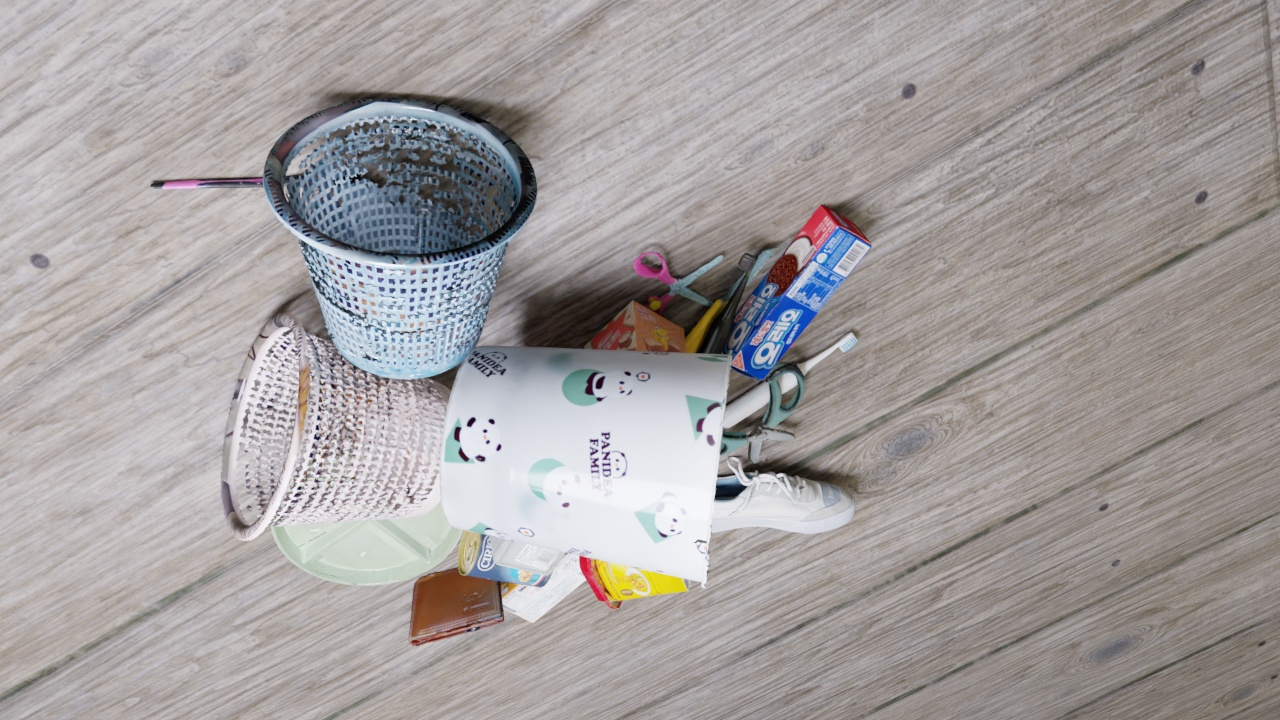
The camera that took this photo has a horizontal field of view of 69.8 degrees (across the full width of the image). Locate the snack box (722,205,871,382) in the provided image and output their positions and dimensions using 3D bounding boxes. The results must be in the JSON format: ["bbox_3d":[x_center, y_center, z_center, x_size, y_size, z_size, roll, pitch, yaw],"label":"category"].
[{"bbox_3d":[0.171,-0.073,1.047,0.057,0.058,0.208,23,117,-27],"label":"snack box"}]

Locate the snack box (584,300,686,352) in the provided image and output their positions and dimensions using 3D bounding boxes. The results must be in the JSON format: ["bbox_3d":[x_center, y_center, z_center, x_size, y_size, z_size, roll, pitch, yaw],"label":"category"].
[{"bbox_3d":[-0.006,0.006,1.026,0.077,0.094,0.093,28,128,-28],"label":"snack box"}]

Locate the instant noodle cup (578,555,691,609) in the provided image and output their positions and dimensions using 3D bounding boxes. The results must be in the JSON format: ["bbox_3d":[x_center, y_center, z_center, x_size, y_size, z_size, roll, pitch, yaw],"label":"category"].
[{"bbox_3d":[0.001,0.250,1.187,0.124,0.116,0.116,-6,131,20],"label":"instant noodle cup"}]

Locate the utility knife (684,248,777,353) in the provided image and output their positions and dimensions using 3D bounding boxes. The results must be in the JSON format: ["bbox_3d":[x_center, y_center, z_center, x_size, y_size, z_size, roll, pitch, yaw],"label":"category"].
[{"bbox_3d":[0.082,-0.046,1.066,0.033,0.015,0.231,10,128,-47],"label":"utility knife"}]

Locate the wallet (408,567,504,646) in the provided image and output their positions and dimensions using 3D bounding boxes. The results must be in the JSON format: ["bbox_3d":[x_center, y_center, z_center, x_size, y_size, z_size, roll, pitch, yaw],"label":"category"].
[{"bbox_3d":[-0.241,0.316,1.201,0.124,0.101,0.032,-16,126,-2],"label":"wallet"}]

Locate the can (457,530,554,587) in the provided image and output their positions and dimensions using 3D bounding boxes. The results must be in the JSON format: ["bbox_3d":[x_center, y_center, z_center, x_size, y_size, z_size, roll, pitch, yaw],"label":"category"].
[{"bbox_3d":[-0.170,0.248,1.185,0.111,0.075,0.075,17,120,-25],"label":"can"}]

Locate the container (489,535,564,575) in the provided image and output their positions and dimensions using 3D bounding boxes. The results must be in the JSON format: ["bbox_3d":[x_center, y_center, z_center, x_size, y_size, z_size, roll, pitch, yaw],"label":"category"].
[{"bbox_3d":[-0.136,0.193,1.129,0.090,0.114,0.090,19,118,-25],"label":"container"}]

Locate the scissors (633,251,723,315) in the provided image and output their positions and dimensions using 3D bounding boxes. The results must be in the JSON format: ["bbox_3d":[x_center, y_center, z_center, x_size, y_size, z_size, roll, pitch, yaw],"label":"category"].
[{"bbox_3d":[0.034,-0.083,1.027,0.133,0.017,0.136,-33,135,14],"label":"scissors"}]

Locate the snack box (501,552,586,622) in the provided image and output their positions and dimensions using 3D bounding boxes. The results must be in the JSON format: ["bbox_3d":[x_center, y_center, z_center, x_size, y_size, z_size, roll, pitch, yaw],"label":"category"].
[{"bbox_3d":[-0.125,0.299,1.265,0.154,0.026,0.075,-41,125,17],"label":"snack box"}]

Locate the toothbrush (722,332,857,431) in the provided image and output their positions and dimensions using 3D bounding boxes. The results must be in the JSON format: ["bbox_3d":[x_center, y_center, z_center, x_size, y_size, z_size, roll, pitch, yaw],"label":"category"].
[{"bbox_3d":[0.172,0.030,1.143,0.221,0.026,0.026,-34,102,11],"label":"toothbrush"}]

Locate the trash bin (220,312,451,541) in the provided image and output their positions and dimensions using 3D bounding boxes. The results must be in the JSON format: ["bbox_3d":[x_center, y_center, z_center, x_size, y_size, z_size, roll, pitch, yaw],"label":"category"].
[{"bbox_3d":[-0.305,0.080,0.960,0.192,0.227,0.228,14,122,-38],"label":"trash bin"}]

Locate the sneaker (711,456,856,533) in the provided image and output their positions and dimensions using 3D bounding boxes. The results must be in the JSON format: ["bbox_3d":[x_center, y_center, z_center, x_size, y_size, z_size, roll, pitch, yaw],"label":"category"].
[{"bbox_3d":[0.168,0.173,1.215,0.242,0.089,0.091,-2,122,-5],"label":"sneaker"}]

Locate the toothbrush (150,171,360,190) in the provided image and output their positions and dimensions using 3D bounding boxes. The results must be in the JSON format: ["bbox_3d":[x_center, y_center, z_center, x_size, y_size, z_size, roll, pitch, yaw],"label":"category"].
[{"bbox_3d":[-0.363,-0.167,0.872,0.189,0.014,0.018,-4,136,-11],"label":"toothbrush"}]

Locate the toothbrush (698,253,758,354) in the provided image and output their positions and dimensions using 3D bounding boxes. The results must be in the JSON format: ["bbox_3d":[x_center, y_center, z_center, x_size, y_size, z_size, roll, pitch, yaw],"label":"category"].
[{"bbox_3d":[0.091,-0.037,1.048,0.027,0.026,0.213,22,131,1],"label":"toothbrush"}]

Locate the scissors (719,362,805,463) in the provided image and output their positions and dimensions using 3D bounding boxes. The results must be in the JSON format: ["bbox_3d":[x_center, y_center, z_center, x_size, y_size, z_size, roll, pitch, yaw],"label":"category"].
[{"bbox_3d":[0.129,0.067,1.129,0.174,0.019,0.170,3,128,-21],"label":"scissors"}]

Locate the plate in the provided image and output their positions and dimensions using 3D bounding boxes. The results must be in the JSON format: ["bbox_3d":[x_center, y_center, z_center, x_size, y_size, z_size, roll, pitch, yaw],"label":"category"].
[{"bbox_3d":[-0.334,0.193,1.134,0.230,0.027,0.231,-7,127,-10],"label":"plate"}]

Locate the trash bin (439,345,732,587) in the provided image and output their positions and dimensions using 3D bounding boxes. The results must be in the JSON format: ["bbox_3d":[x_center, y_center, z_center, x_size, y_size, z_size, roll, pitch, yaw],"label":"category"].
[{"bbox_3d":[-0.047,0.090,0.896,0.252,0.229,0.230,6,126,5],"label":"trash bin"}]

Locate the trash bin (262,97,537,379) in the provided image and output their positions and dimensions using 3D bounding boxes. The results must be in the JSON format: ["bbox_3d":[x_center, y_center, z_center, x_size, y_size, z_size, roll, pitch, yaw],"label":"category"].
[{"bbox_3d":[-0.218,-0.097,0.850,0.226,0.226,0.196,0,139,-14],"label":"trash bin"}]
